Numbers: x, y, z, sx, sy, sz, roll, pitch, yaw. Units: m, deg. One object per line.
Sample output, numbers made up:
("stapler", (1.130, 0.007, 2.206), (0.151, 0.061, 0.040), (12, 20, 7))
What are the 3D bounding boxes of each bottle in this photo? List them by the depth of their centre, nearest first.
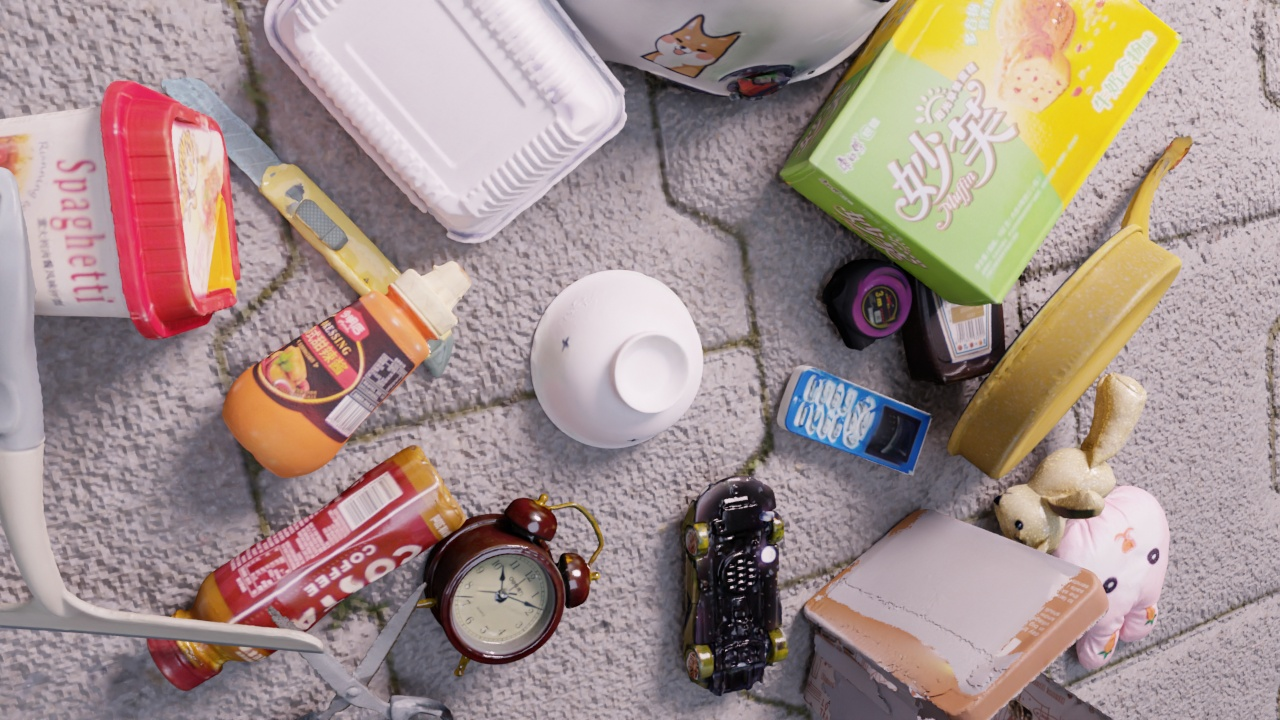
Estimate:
("bottle", (-0.155, -0.002, 0.509), (0.149, 0.067, 0.067), (-42, 110, -9))
("bottle", (-0.187, 0.118, 0.520), (0.174, 0.057, 0.057), (-33, 108, -14))
("bottle", (0.220, -0.083, 0.664), (0.079, 0.044, 0.195), (-14, 101, -23))

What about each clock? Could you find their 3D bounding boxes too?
("clock", (-0.079, 0.133, 0.566), (0.121, 0.055, 0.082), (-34, 107, -12))

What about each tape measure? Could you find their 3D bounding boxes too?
("tape measure", (0.159, -0.043, 0.647), (0.057, 0.039, 0.057), (-35, 108, -9))

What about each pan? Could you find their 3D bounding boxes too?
("pan", (0.338, -0.057, 0.674), (0.356, 0.078, 0.198), (-38, 154, -22))

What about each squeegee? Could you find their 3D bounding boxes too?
("squeegee", (-0.271, 0.040, 0.405), (0.246, 0.039, 0.247), (6, 116, -5))

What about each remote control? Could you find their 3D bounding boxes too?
("remote control", (0.156, 0.044, 0.665), (0.125, 0.024, 0.049), (21, 89, -22))

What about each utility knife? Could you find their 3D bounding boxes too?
("utility knife", (-0.181, -0.075, 0.523), (0.031, 0.022, 0.216), (-47, 106, -15))

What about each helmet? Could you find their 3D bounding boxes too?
("helmet", (0.059, -0.271, 0.501), (0.274, 0.157, 0.230), (4, 96, -15))

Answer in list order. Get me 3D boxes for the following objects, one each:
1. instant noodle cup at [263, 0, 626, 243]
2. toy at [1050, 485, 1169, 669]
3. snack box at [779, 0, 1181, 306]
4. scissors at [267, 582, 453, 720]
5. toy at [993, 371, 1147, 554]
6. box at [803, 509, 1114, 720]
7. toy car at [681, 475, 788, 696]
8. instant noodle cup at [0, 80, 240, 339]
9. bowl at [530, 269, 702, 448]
("instant noodle cup", (-0.105, -0.154, 0.490), (0.138, 0.060, 0.173), (-37, 109, 12))
("toy", (0.395, 0.183, 0.767), (0.121, 0.054, 0.159), (-27, 114, -16))
("snack box", (0.216, -0.163, 0.594), (0.157, 0.070, 0.210), (34, 91, -8))
("scissors", (-0.162, 0.193, 0.532), (0.159, 0.014, 0.180), (27, 110, -36))
("toy", (0.329, 0.080, 0.699), (0.066, 0.105, 0.157), (29, 103, 4))
("box", (0.215, 0.192, 0.627), (0.152, 0.182, 0.174), (13, 95, -23))
("toy car", (0.063, 0.155, 0.633), (0.070, 0.042, 0.158), (-3, 99, -22))
("instant noodle cup", (-0.271, -0.068, 0.440), (0.124, 0.116, 0.116), (-3, 99, -9))
("bowl", (-0.003, 0.003, 0.575), (0.118, 0.065, 0.118), (-3, 98, -22))
